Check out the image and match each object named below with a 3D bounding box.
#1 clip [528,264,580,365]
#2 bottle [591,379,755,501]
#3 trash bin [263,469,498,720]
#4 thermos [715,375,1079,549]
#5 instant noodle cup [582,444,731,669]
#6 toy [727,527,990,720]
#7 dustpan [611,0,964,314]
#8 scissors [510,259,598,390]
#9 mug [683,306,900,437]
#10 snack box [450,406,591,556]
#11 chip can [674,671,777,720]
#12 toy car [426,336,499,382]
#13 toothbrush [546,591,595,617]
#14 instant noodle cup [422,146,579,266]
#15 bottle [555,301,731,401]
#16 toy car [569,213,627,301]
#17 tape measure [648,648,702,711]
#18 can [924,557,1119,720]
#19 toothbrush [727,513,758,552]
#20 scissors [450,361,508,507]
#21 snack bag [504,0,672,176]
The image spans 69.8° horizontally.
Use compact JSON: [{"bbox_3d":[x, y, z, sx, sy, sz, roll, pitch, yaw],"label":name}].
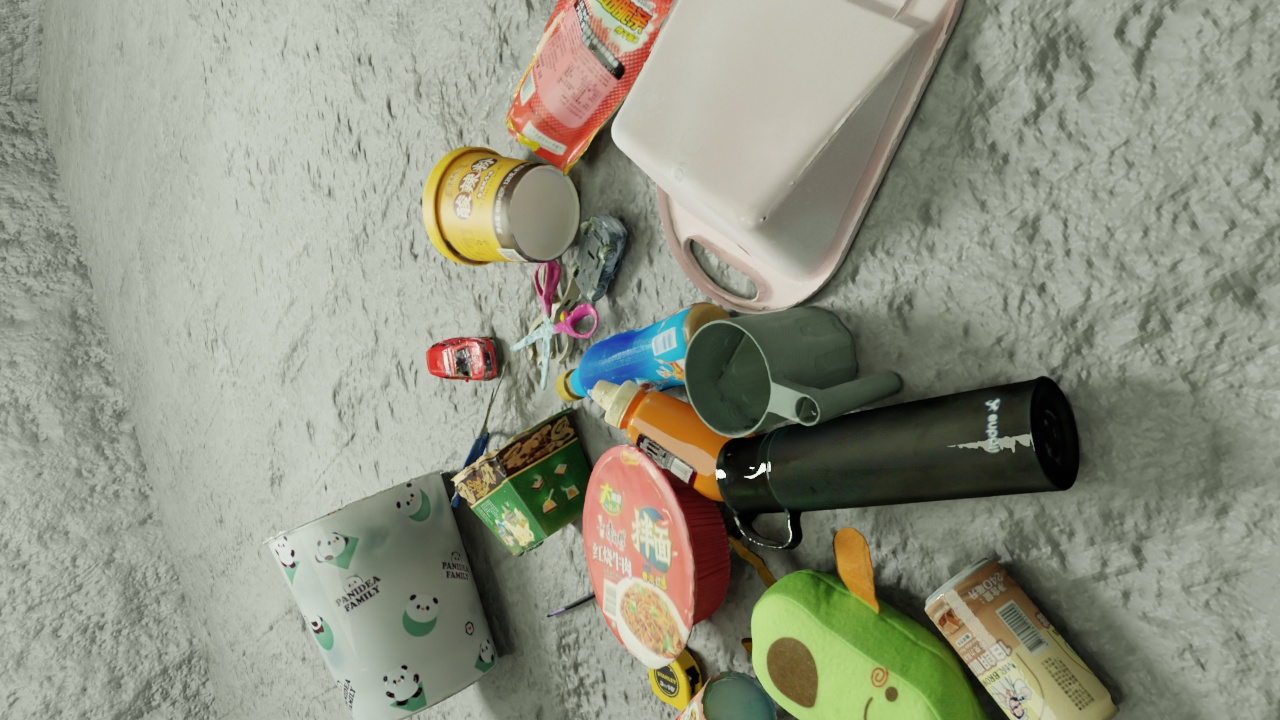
[{"bbox_3d":[-0.088,-0.044,0.930,0.070,0.034,0.100,31,117,42],"label":"clip"},{"bbox_3d":[0.025,0.058,0.761,0.149,0.066,0.067,29,124,10],"label":"bottle"},{"bbox_3d":[-0.307,0.294,1.134,0.230,0.228,0.252,-26,85,49],"label":"trash bin"},{"bbox_3d":[0.162,0.077,0.620,0.243,0.068,0.090,-17,70,44],"label":"thermos"},{"bbox_3d":[0.018,0.168,0.817,0.194,0.065,0.194,11,103,58],"label":"instant noodle cup"},{"bbox_3d":[0.150,0.226,0.679,0.247,0.089,0.227,16,117,50],"label":"toy"},{"bbox_3d":[0.100,-0.181,0.697,0.274,0.138,0.222,-53,54,9],"label":"dustpan"},{"bbox_3d":[-0.090,-0.040,0.902,0.134,0.017,0.133,-24,75,42],"label":"scissors"},{"bbox_3d":[0.110,0.011,0.659,0.124,0.103,0.084,23,116,43],"label":"mug"},{"bbox_3d":[-0.110,0.131,0.952,0.118,0.117,0.105,-35,85,49],"label":"snack box"},{"bbox_3d":[0.048,0.356,0.827,0.071,0.071,0.215,53,139,26],"label":"chip can"},{"bbox_3d":[-0.208,0.000,1.072,0.121,0.045,0.053,-3,99,47],"label":"toy car"},{"bbox_3d":[-0.055,0.251,0.980,0.190,0.014,0.016,-37,64,47],"label":"toothbrush"},{"bbox_3d":[-0.131,-0.146,0.896,0.115,0.118,0.118,14,110,39],"label":"instant noodle cup"},{"bbox_3d":[-0.005,0.005,0.821,0.219,0.065,0.065,-20,84,50],"label":"bottle"},{"bbox_3d":[-0.039,-0.096,0.858,0.043,0.034,0.091,49,141,26],"label":"toy car"},{"bbox_3d":[0.035,0.301,0.876,0.060,0.028,0.057,7,106,49],"label":"tape measure"},{"bbox_3d":[0.241,0.188,0.586,0.116,0.058,0.059,54,134,25],"label":"can"},{"bbox_3d":[0.082,0.156,0.796,0.186,0.012,0.017,-63,32,36],"label":"toothbrush"},{"bbox_3d":[-0.179,0.085,1.032,0.163,0.012,0.175,119,169,-72],"label":"scissors"},{"bbox_3d":[-0.044,-0.271,0.802,0.208,0.073,0.128,-49,64,38],"label":"snack bag"}]
